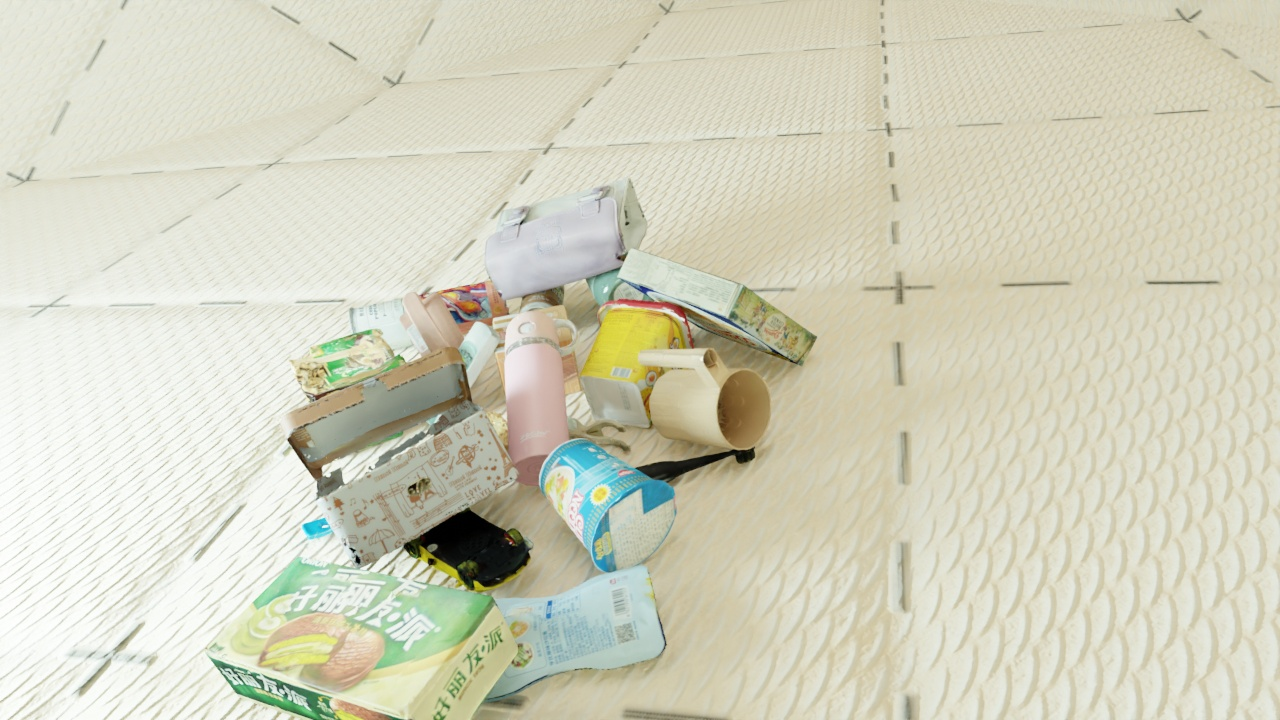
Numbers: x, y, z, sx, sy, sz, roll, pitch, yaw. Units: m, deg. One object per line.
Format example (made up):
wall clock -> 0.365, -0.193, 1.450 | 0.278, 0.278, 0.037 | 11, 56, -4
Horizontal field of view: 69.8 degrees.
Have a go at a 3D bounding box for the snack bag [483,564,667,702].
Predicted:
snack bag -> -0.078, 0.229, 0.770 | 0.191, 0.039, 0.110 | -14, 36, -3

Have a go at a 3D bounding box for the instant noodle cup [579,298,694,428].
instant noodle cup -> -0.006, 0.006, 1.065 | 0.116, 0.116, 0.123 | 7, 46, 24

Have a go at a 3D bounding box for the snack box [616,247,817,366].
snack box -> 0.093, -0.063, 1.100 | 0.178, 0.182, 0.046 | 24, 87, 42

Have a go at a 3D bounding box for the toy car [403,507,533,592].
toy car -> -0.165, 0.179, 0.870 | 0.156, 0.041, 0.071 | 14, 37, 42

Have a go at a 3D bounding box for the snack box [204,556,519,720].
snack box -> -0.227, 0.234, 0.742 | 0.241, 0.063, 0.114 | 2, 35, 32

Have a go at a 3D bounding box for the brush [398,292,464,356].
brush -> -0.261, -0.026, 1.181 | 0.063, 0.073, 0.145 | -35, 56, -3

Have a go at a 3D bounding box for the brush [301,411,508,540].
brush -> -0.240, 0.126, 0.992 | 0.254, 0.046, 0.083 | -28, 39, -23

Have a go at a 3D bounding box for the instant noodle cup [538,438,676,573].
instant noodle cup -> -0.037, 0.128, 0.860 | 0.099, 0.099, 0.110 | -27, 40, -28

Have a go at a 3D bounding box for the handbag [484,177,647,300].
handbag -> -0.102, -0.166, 1.248 | 0.197, 0.098, 0.144 | -13, 38, 17

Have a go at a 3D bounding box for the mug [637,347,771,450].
mug -> 0.061, 0.035, 0.959 | 0.104, 0.124, 0.084 | 1, 46, 49

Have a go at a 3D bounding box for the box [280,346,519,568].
box -> -0.237, 0.077, 0.897 | 0.181, 0.158, 0.148 | -29, 13, -16

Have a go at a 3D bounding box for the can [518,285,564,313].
can -> -0.138, -0.080, 1.283 | 0.058, 0.059, 0.116 | -7, 30, 3

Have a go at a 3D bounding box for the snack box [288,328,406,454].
snack box -> -0.337, 0.042, 1.086 | 0.117, 0.106, 0.118 | -20, 33, -22

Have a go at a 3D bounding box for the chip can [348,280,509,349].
chip can -> -0.290, -0.061, 1.280 | 0.214, 0.071, 0.071 | -12, 31, -7

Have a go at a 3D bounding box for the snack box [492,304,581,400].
snack box -> -0.129, -0.008, 1.141 | 0.094, 0.077, 0.092 | -11, 31, -4

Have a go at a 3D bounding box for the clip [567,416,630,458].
clip -> -0.052, 0.081, 1.021 | 0.076, 0.034, 0.104 | -34, 30, -32

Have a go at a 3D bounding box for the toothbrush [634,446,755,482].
toothbrush -> 0.018, 0.118, 0.945 | 0.212, 0.027, 0.026 | -13, 16, -9

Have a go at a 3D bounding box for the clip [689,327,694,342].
clip -> 0.046, -0.020, 1.180 | 0.024, 0.028, 0.056 | 18, 50, 41

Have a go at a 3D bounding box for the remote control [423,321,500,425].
remote control -> -0.216, 0.017, 1.097 | 0.135, 0.019, 0.056 | -58, 34, -1

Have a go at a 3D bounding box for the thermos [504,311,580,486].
thermos -> -0.105, 0.035, 1.006 | 0.087, 0.067, 0.198 | -8, 53, 1

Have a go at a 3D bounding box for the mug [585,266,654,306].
mug -> -0.014, -0.107, 1.281 | 0.111, 0.082, 0.106 | 2, 27, -17
